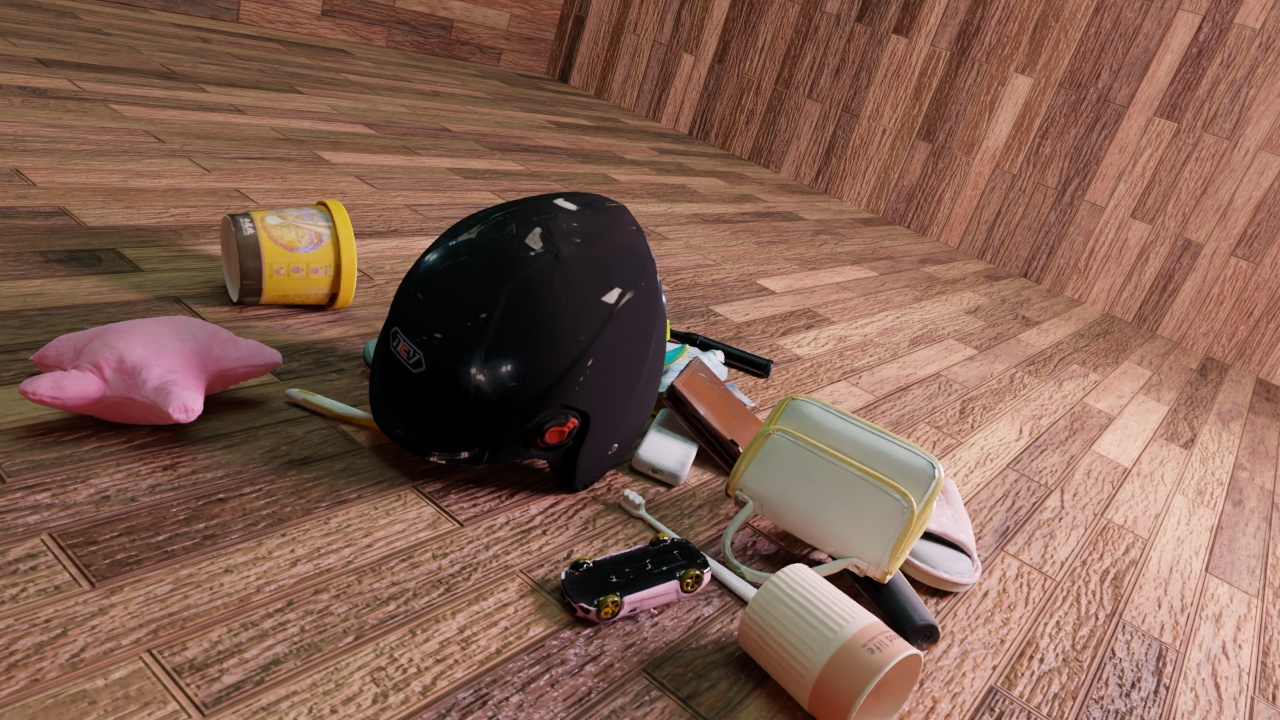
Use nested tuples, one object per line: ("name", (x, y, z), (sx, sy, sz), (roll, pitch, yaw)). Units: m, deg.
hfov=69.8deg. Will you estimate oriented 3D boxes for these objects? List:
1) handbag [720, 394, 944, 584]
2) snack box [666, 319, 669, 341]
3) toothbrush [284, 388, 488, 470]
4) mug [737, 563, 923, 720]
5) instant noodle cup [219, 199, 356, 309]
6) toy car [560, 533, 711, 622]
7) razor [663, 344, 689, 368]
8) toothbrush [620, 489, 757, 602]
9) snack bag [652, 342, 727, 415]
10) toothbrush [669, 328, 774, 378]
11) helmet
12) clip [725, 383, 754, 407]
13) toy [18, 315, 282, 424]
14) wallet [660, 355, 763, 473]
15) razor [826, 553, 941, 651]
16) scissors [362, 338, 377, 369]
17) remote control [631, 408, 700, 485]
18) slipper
("handbag", (0.154, 0.126, 0.793), (0.163, 0.063, 0.178), (28, 62, 25))
("snack box", (-0.052, -0.029, 1.076), (0.156, 0.026, 0.085), (2, 15, 19))
("toothbrush", (-0.225, 0.061, 0.809), (0.191, 0.016, 0.018), (19, 30, 0))
("mug", (0.141, 0.213, 0.666), (0.106, 0.081, 0.114), (35, 0, 39))
("instant noodle cup", (-0.376, -0.109, 0.974), (0.114, 0.119, 0.118), (-8, 33, -33))
("toy car", (-0.003, 0.169, 0.702), (0.122, 0.037, 0.056), (-10, 30, -28))
("razor", (-0.006, 0.006, 1.046), (0.132, 0.028, 0.043), (-16, 21, -11))
("toothbrush", (0.049, 0.163, 0.781), (0.180, 0.016, 0.016), (33, 38, 31))
("snack bag", (0.052, 0.019, 1.098), (0.110, 0.039, 0.190), (7, 23, 1))
("toothbrush", (0.077, -0.025, 1.240), (0.213, 0.026, 0.027), (21, -17, 6))
("helmet", (-0.103, -0.026, 0.808), (0.274, 0.231, 0.233), (-21, 50, -35))
("clip", (0.117, 0.048, 1.113), (0.025, 0.036, 0.058), (5, 22, -34))
("toy", (-0.398, 0.002, 0.739), (0.178, 0.075, 0.194), (8, 18, 1))
("wallet", (0.083, 0.056, 0.978), (0.124, 0.032, 0.101), (46, 29, -1))
("razor", (0.206, 0.187, 0.814), (0.067, 0.062, 0.167), (41, 8, -41))
("scissors", (-0.206, -0.029, 0.952), (0.169, 0.019, 0.171), (-3, 61, -31))
("remote control", (0.031, 0.087, 0.943), (0.056, 0.020, 0.135), (21, 21, 6))
("slipper", (0.285, 0.145, 0.962), (0.114, 0.054, 0.274), (17, 21, -5))
